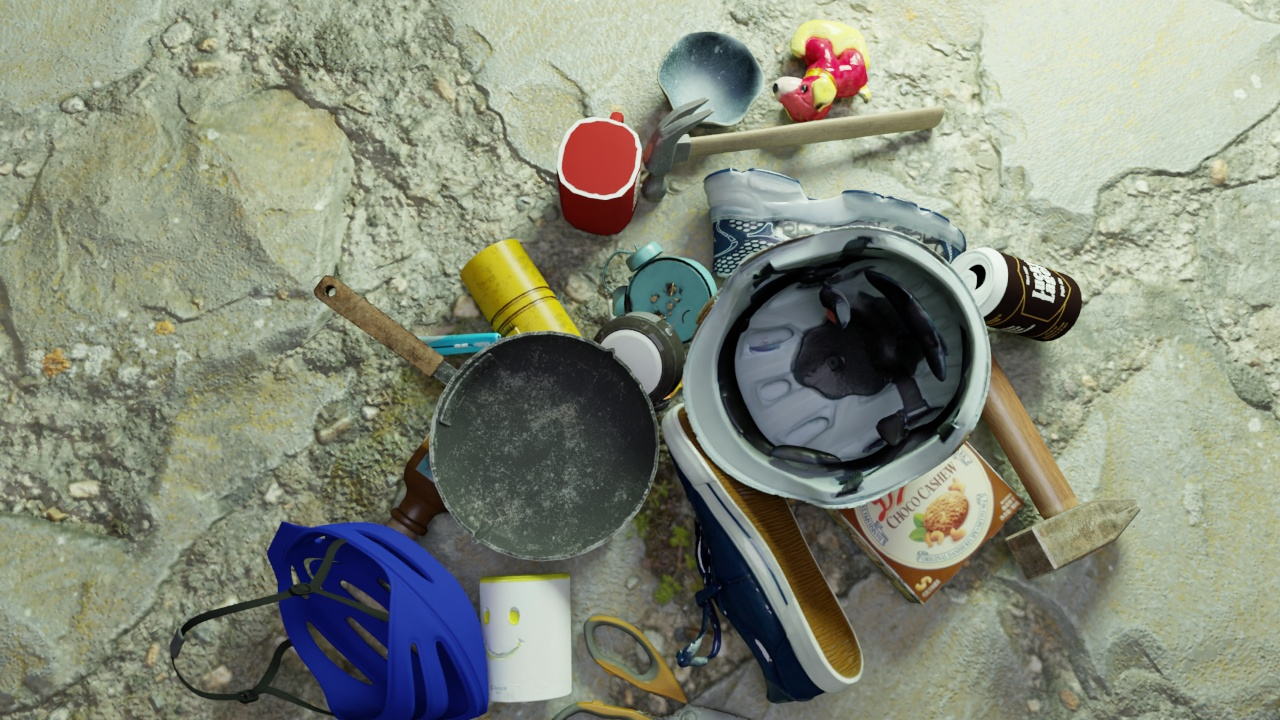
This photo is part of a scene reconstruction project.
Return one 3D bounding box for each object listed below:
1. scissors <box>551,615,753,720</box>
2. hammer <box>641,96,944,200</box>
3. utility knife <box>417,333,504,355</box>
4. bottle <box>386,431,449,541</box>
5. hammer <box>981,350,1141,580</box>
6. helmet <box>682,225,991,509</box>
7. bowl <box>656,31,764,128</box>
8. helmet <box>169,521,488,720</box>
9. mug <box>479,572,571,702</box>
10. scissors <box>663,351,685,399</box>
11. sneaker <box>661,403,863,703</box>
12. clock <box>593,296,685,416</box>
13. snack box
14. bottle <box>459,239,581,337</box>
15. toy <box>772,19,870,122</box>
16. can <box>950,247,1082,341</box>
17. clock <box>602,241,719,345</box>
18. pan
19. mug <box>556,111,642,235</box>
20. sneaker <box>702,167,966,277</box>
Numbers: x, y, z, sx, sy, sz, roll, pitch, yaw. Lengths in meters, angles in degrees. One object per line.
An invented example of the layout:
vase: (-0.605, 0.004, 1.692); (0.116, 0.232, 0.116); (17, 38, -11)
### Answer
scissors: (0.022, 0.336, 0.849); (0.225, 0.016, 0.166); (33, 79, 5)
hammer: (0.164, -0.231, 0.950); (0.331, 0.120, 0.030); (-8, 62, -12)
utility knife: (-0.156, -0.019, 0.883); (0.159, 0.015, 0.022); (-5, 109, 30)
bottle: (-0.182, 0.101, 0.868); (0.068, 0.068, 0.156); (33, 78, 5)
hammer: (0.361, 0.049, 0.898); (0.157, 0.037, 0.300); (-12, 68, -33)
helmet: (0.180, 0.004, 0.836); (0.264, 0.163, 0.236); (-28, 83, 21)
bowl: (0.071, -0.287, 0.971); (0.110, 0.055, 0.110); (1, 77, -3)
helmet: (-0.253, 0.233, 0.761); (0.241, 0.227, 0.148); (40, 112, 20)
mug: (-0.104, 0.248, 0.830); (0.082, 0.082, 0.106); (-2, 78, -3)
scissors: (0.056, 0.008, 0.927); (0.133, 0.012, 0.083); (2, 78, -1)
sneaker: (0.079, 0.185, 0.858); (0.128, 0.120, 0.294); (-36, 73, 31)
clock: (-0.005, 0.005, 0.880); (0.091, 0.043, 0.123); (14, 107, 19)
snack box: (0.266, 0.133, 0.890); (0.143, 0.041, 0.147); (-41, 82, -10)
bottle: (-0.106, -0.032, 0.900); (0.071, 0.071, 0.164); (-32, 80, -9)
toy: (0.199, -0.306, 0.982); (0.105, 0.067, 0.137); (29, 66, 2)
can: (0.366, -0.064, 0.900); (0.128, 0.072, 0.071); (12, 75, -28)
clock: (0.020, -0.067, 0.907); (0.124, 0.053, 0.090); (29, 111, 11)
pan: (-0.148, 0.031, 0.827); (0.357, 0.040, 0.207); (36, 83, 3)
mug: (-0.037, -0.198, 0.925); (0.080, 0.097, 0.116); (13, 77, 1)
sneaker: (0.186, -0.106, 0.926); (0.269, 0.103, 0.132); (11, 92, 1)
